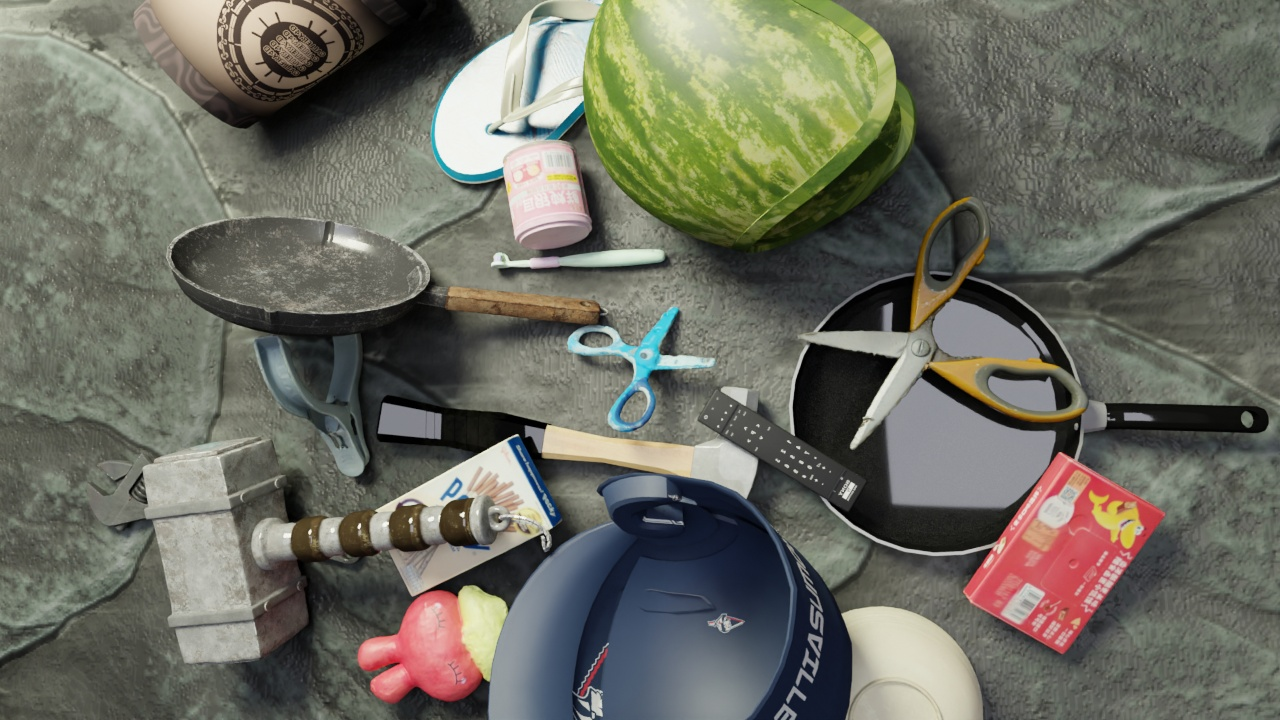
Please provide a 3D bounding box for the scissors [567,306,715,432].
[{"bbox_3d":[-0.005,0.005,0.765,0.134,0.011,0.139,5,52,16],"label":"scissors"}]

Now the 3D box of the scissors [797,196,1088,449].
[{"bbox_3d":[0.245,-0.014,0.721,0.230,0.016,0.225,30,88,12],"label":"scissors"}]

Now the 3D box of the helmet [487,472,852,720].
[{"bbox_3d":[0.015,0.222,0.659,0.273,0.223,0.231,-12,52,15],"label":"helmet"}]

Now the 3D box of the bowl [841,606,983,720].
[{"bbox_3d":[0.190,0.269,0.698,0.151,0.075,0.150,-1,83,8],"label":"bowl"}]

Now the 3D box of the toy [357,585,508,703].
[{"bbox_3d":[-0.168,0.240,0.768,0.135,0.045,0.091,-17,79,0],"label":"toy"}]

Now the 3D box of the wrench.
[{"bbox_3d":[-0.376,0.140,0.827,0.273,0.018,0.073,13,86,8],"label":"wrench"}]

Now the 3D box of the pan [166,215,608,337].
[{"bbox_3d":[-0.204,-0.058,0.774,0.357,0.207,0.040,10,116,-9],"label":"pan"}]

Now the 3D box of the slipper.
[{"bbox_3d":[-0.066,-0.268,0.812,0.295,0.060,0.118,-30,76,4],"label":"slipper"}]

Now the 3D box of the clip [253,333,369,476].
[{"bbox_3d":[-0.272,0.001,0.785,0.032,0.165,0.165,-8,63,11],"label":"clip"}]

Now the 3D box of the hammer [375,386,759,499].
[{"bbox_3d":[-0.065,0.071,0.780,0.328,0.039,0.131,7,85,10],"label":"hammer"}]

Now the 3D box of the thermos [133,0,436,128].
[{"bbox_3d":[-0.307,-0.324,0.804,0.226,0.172,0.172,-35,79,9],"label":"thermos"}]

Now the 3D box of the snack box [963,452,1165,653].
[{"bbox_3d":[0.320,0.147,0.697,0.089,0.021,0.133,30,100,-6],"label":"snack box"}]

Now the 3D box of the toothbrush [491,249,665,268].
[{"bbox_3d":[-0.055,-0.089,0.808,0.155,0.022,0.015,-1,119,7],"label":"toothbrush"}]

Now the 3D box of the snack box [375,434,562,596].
[{"bbox_3d":[-0.147,0.131,0.766,0.150,0.026,0.082,-29,88,18],"label":"snack box"}]

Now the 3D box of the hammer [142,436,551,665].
[{"bbox_3d":[-0.233,0.141,0.745,0.327,0.079,0.177,-8,95,12],"label":"hammer"}]

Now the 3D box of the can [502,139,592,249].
[{"bbox_3d":[-0.081,-0.141,0.792,0.067,0.067,0.076,-12,81,6],"label":"can"}]

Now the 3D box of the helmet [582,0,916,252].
[{"bbox_3d":[0.072,-0.216,0.704,0.244,0.212,0.247,-33,82,23],"label":"helmet"}]

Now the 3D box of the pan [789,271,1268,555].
[{"bbox_3d":[0.299,0.043,0.731,0.356,0.034,0.225,1,83,8],"label":"pan"}]

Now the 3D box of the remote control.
[{"bbox_3d":[0.112,0.071,0.729,0.140,0.009,0.030,31,89,5],"label":"remote control"}]
